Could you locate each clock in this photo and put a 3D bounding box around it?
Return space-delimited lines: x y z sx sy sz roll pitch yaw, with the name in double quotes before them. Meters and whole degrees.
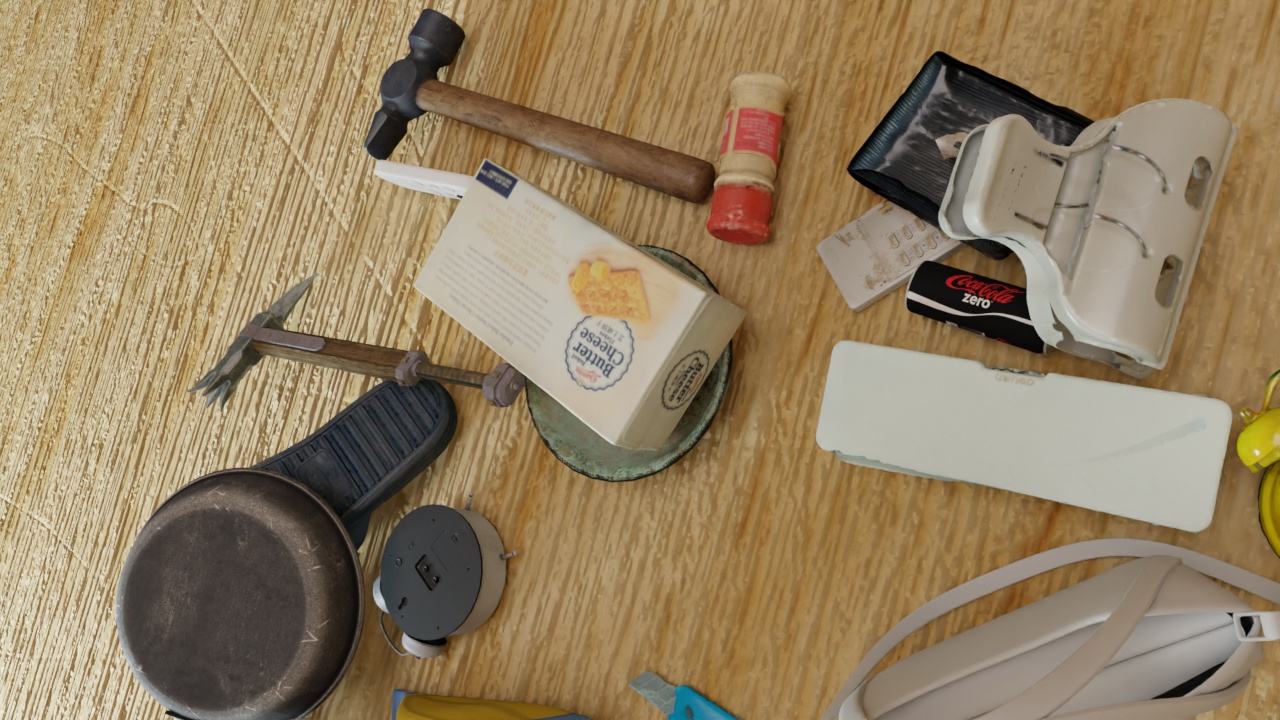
"clock" -0.149 0.162 0.670 0.123 0.035 0.094 -51 60 12
"clock" 0.318 0.054 0.404 0.083 0.057 0.118 -22 76 25

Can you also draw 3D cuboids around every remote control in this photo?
"remote control" 0.174 -0.085 0.547 0.136 0.011 0.050 -33 65 20
"remote control" -0.160 -0.142 0.736 0.137 0.043 0.013 16 88 32

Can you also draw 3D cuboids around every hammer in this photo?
"hammer" -0.082 -0.176 0.699 0.322 0.040 0.129 25 86 29
"hammer" -0.210 -0.004 0.709 0.317 0.028 0.146 9 56 34

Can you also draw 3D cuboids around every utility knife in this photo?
"utility knife" 0.064 0.235 0.542 0.179 0.015 0.031 25 88 33

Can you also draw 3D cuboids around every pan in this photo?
"pan" -0.307 0.252 0.646 0.187 0.055 0.356 14 88 10

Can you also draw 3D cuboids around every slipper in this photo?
"slipper" -0.246 0.115 0.718 0.263 0.082 0.101 -37 65 -3

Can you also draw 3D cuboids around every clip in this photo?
"clip" 0.225 -0.068 0.438 0.097 0.152 0.126 10 80 67

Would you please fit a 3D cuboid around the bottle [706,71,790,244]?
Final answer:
"bottle" 0.071 -0.132 0.599 0.044 0.044 0.109 5 81 31

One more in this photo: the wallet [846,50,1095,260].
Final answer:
"wallet" 0.188 -0.117 0.522 0.115 0.026 0.089 41 99 30

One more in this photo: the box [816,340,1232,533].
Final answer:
"box" 0.195 0.038 0.488 0.199 0.066 0.083 9 65 30

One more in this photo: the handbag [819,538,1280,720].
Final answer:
"handbag" 0.166 0.129 0.381 0.216 0.222 0.095 -32 66 21

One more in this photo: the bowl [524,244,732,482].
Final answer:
"bowl" -0.004 0.003 0.615 0.158 0.038 0.157 -7 76 29

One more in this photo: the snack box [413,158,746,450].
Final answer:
"snack box" -0.046 -0.040 0.592 0.208 0.057 0.104 35 98 32

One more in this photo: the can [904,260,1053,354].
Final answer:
"can" 0.192 -0.030 0.512 0.080 0.031 0.031 23 92 32

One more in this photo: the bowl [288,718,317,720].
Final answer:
"bowl" -0.207 0.292 0.588 0.062 0.118 0.118 -18 71 33

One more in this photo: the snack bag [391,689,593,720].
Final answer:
"snack bag" -0.120 0.303 0.595 0.206 0.102 0.159 -16 70 50
